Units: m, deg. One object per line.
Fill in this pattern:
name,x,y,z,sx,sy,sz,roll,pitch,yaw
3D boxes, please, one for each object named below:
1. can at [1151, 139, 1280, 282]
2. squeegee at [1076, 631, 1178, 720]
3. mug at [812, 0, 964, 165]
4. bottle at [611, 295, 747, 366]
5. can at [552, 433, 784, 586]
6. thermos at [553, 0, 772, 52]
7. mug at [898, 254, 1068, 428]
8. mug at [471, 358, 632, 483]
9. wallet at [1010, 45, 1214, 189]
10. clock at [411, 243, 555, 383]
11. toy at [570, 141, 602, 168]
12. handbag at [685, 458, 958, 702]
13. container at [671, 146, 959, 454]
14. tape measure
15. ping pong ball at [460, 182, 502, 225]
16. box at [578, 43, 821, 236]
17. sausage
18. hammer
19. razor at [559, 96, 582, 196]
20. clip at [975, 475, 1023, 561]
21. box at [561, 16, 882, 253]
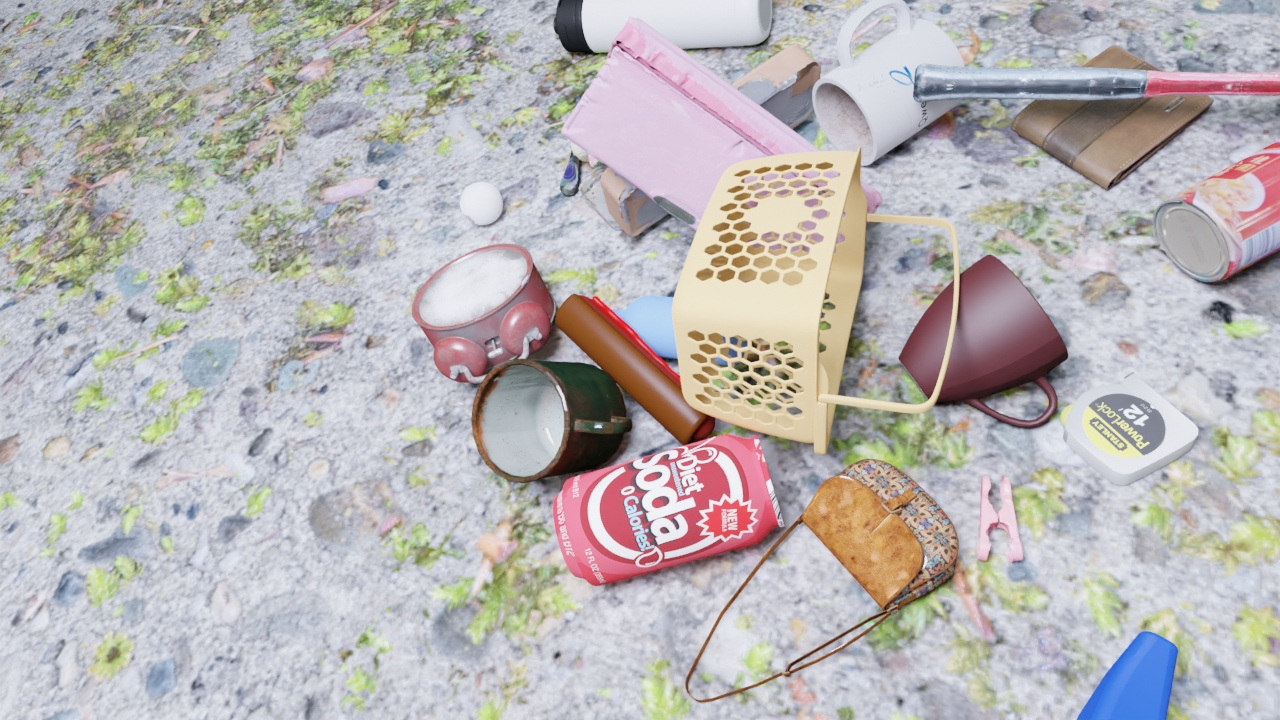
can,0.430,-0.109,0.632,0.124,0.067,0.066,-28,51,-3
squeegee,0.232,0.222,0.464,0.249,0.055,0.184,29,67,14
mug,0.203,-0.241,0.770,0.096,0.120,0.083,-34,34,-8
bottle,0.017,-0.026,0.720,0.131,0.048,0.048,8,58,23
can,0.018,0.099,0.612,0.142,0.074,0.074,-17,52,6
thermos,0.022,-0.367,0.961,0.230,0.069,0.101,4,44,22
mug,0.231,0.000,0.622,0.088,0.087,0.114,-36,82,12
mug,-0.051,0.042,0.652,0.111,0.081,0.085,3,91,32
wallet,0.379,-0.199,0.742,0.121,0.027,0.098,-36,57,-10
clock,-0.123,-0.029,0.757,0.110,0.062,0.156,-25,38,0
toy,-0.028,-0.221,0.861,0.087,0.050,0.112,-32,33,25
handbag,0.103,0.143,0.577,0.195,0.043,0.093,-37,50,-5
container,0.122,-0.046,0.606,0.167,0.129,0.182,8,48,17
tape measure,0.312,0.043,0.591,0.065,0.017,0.064,-31,52,-5
ping pong ball,-0.151,-0.149,0.870,0.040,0.040,0.040,-9,53,12
box,0.047,-0.205,0.820,0.217,0.115,0.095,-36,73,-8
sausage,-0.004,0.004,0.687,0.040,0.040,0.155,-42,69,-14
hammer,0.375,-0.209,0.687,0.326,0.036,0.140,5,27,16
razor,-0.057,-0.217,0.904,0.044,0.018,0.140,-1,55,17
clip,0.229,0.100,0.575,0.044,0.023,0.060,20,65,24
box,0.056,-0.148,0.709,0.107,0.232,0.099,-56,11,5
